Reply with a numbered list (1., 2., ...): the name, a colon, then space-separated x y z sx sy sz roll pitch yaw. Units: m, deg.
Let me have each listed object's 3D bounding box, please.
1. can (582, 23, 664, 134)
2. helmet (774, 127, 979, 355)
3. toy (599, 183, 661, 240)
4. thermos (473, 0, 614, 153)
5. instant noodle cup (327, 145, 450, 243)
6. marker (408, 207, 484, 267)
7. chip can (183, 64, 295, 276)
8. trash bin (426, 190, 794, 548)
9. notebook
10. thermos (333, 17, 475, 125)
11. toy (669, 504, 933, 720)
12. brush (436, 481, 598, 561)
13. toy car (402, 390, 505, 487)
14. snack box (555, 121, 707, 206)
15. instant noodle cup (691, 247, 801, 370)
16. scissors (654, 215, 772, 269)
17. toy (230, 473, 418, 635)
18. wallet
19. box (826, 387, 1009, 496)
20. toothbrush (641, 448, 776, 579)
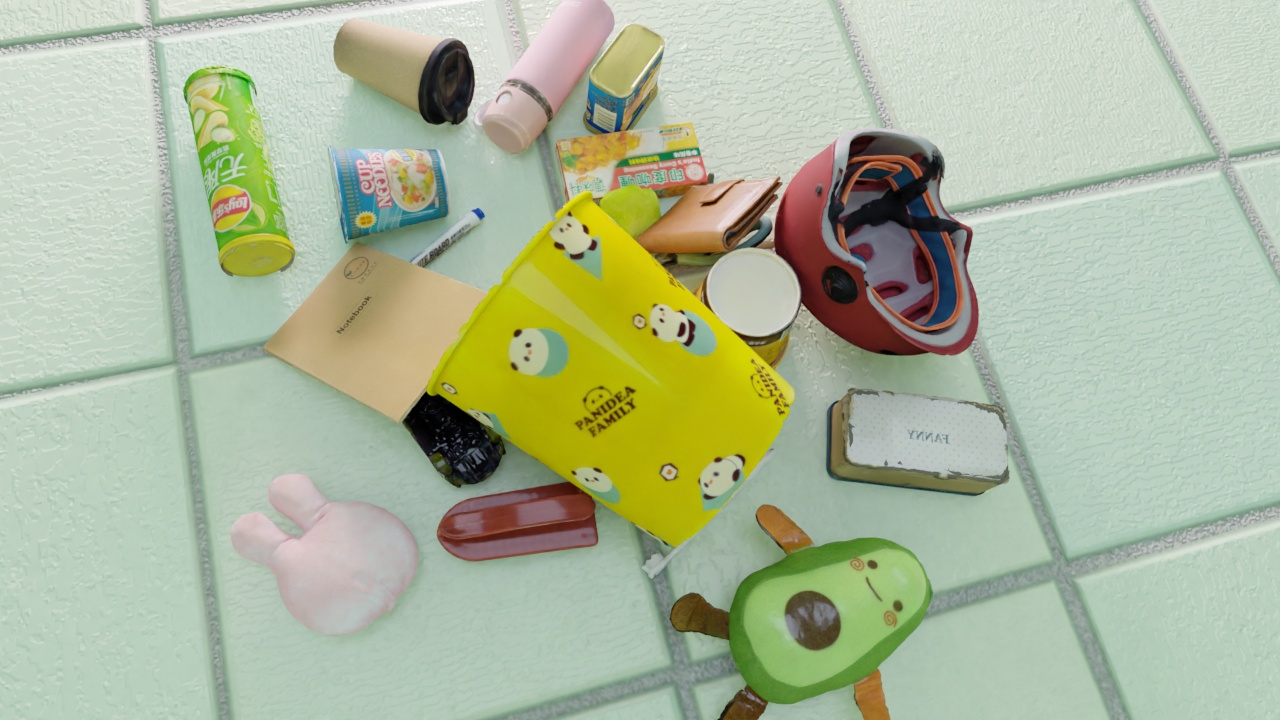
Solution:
1. can: -0.018 -0.307 1.011 0.057 0.083 0.102 30 70 5
2. helmet: 0.229 -0.105 0.933 0.206 0.144 0.240 -22 91 -38
3. toy: -0.020 -0.146 0.970 0.096 0.031 0.100 35 86 -27
4. thermos: -0.110 -0.321 1.021 0.087 0.067 0.198 17 67 34
5. instant noodle cup: -0.255 -0.176 0.938 0.109 0.099 0.099 -12 72 -18
6. marker: -0.220 -0.111 0.954 0.017 0.017 0.145 44 72 10
7. chip can: -0.410 -0.195 0.933 0.072 0.073 0.221 -15 72 -12
8. trash bin: -0.018 0.017 0.820 0.255 0.230 0.229 38 70 -2
9. notebook: -0.252 -0.034 0.875 0.208 0.008 0.147 22 67 32
10. thermos: -0.253 -0.316 0.991 0.143 0.093 0.093 23 69 11
11. toy: 0.158 0.237 0.833 0.246 0.090 0.227 -24 81 -11
12. brush: -0.114 0.148 0.844 0.145 0.069 0.063 -7 70 -9
13. toy car: -0.194 0.051 0.884 0.070 0.042 0.158 -36 77 -17
14. snack box: -0.010 -0.213 1.008 0.155 0.027 0.077 -10 73 -10
15. instant noodle cup: 0.101 -0.046 0.914 0.118 0.115 0.118 2 71 -6
16. scissors: 0.050 -0.125 0.974 0.180 0.019 0.143 -21 35 11
17. toy: -0.282 0.171 0.825 0.159 0.054 0.121 35 63 6
18. wallet: 0.074 -0.149 0.934 0.118 0.131 0.035 -50 121 -24
19. box: 0.270 0.081 0.918 0.184 0.061 0.089 8 69 -1
20. toothbrush: 0.069 0.145 0.895 0.179 0.016 0.016 -41 74 -17
